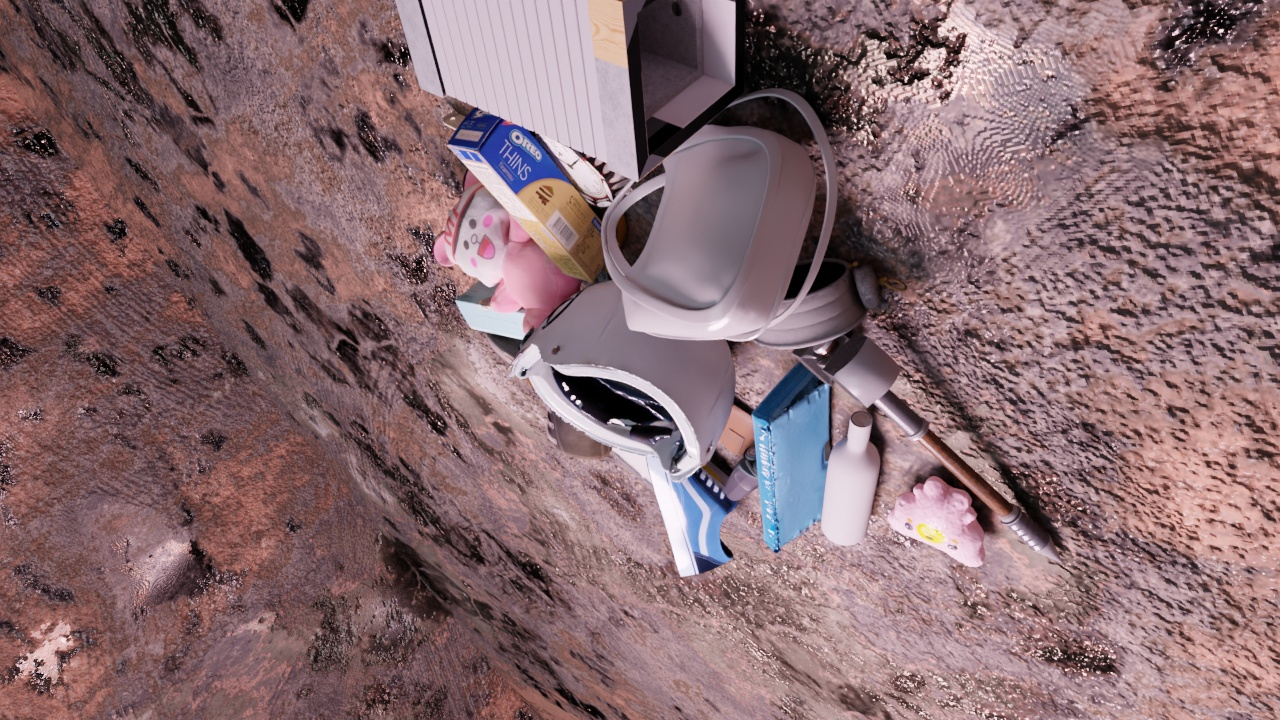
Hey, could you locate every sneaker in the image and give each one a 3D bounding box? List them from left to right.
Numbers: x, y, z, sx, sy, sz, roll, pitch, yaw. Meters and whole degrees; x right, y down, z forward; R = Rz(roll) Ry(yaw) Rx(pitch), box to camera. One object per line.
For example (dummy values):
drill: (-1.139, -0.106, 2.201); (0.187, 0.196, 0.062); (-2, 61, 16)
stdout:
sneaker: (-0.120, 0.031, 1.230); (0.235, 0.095, 0.120); (33, 137, 18)
sneaker: (0.067, 0.157, 1.179); (0.083, 0.098, 0.241); (-100, -6, -75)

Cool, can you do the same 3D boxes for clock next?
clock: (-0.060, -0.219, 0.876); (0.115, 0.065, 0.154); (26, 164, 44)
clock: (0.156, -0.052, 0.800); (0.148, 0.103, 0.056); (-11, 113, 22)

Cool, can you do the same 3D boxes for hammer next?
hammer: (0.280, 0.087, 0.839); (0.322, 0.043, 0.156); (41, -177, -11)

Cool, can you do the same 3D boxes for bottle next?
bottle: (0.224, 0.122, 0.969); (0.052, 0.052, 0.195); (28, 147, 28)

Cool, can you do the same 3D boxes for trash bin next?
trash bin: (-0.059, -0.278, 0.730); (0.247, 0.142, 0.143); (29, 147, 27)

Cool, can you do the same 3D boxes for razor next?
razor: (0.132, 0.139, 1.096); (0.052, 0.047, 0.143); (41, 154, 8)

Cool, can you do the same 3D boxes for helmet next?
helmet: (-0.006, 0.006, 1.001); (0.236, 0.163, 0.264); (33, 160, -7)

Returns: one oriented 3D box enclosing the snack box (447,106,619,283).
snack box: (-0.101, -0.163, 0.913); (0.056, 0.057, 0.207); (22, 162, 42)

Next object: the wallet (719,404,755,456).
wallet: (0.118, 0.084, 1.094); (0.121, 0.013, 0.088); (33, 149, 14)

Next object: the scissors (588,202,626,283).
scissors: (-0.040, -0.112, 1.045); (0.162, 0.016, 0.226); (9, 135, 47)

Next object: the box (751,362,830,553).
box: (0.167, 0.114, 0.991); (0.048, 0.092, 0.232); (26, 145, 32)

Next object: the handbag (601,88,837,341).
handbag: (0.048, -0.123, 0.797); (0.095, 0.216, 0.223); (19, 179, -41)

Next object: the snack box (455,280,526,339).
snack box: (-0.158, -0.072, 1.188); (0.175, 0.074, 0.053); (13, 138, 44)

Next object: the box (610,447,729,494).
box: (0.027, 0.134, 1.253); (0.209, 0.038, 0.130); (40, 138, 8)

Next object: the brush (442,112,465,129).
brush: (-0.141, -0.232, 1.010); (0.218, 0.033, 0.012); (31, 148, 27)

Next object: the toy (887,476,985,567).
toy: (0.302, 0.157, 0.916); (0.102, 0.050, 0.093); (26, 141, 25)

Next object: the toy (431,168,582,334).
toy: (-0.156, -0.129, 1.081); (0.213, 0.084, 0.142); (36, 122, 23)
